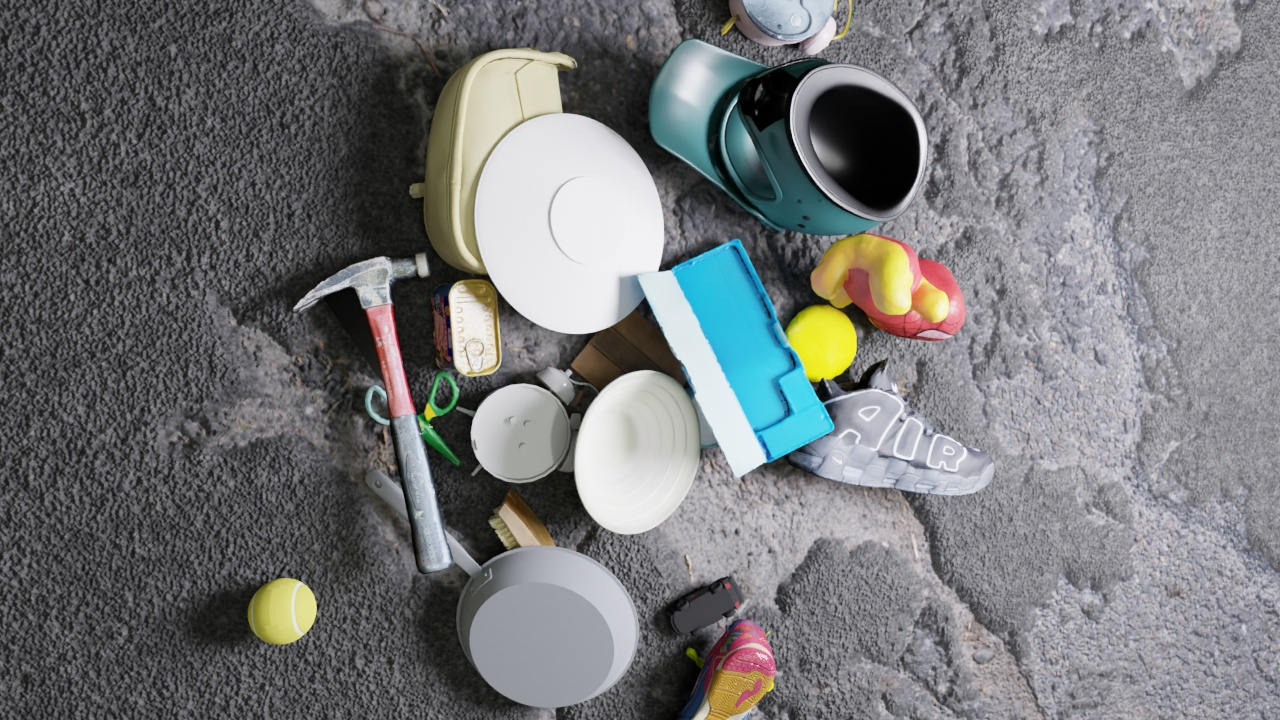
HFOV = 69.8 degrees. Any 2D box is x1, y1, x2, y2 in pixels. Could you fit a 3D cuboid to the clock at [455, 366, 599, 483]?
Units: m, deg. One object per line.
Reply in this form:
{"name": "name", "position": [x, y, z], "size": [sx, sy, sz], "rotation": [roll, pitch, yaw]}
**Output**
{"name": "clock", "position": [-0.112, 0.071, 0.996], "size": [0.159, 0.061, 0.120], "rotation": [-13, 97, -13]}

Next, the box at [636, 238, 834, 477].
{"name": "box", "position": [0.094, 0.000, 1.017], "size": [0.170, 0.070, 0.243], "rotation": [-22, 83, -35]}

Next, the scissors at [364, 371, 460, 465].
{"name": "scissors", "position": [-0.241, 0.065, 0.975], "size": [0.130, 0.011, 0.125], "rotation": [22, 99, -3]}

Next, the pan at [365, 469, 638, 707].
{"name": "pan", "position": [-0.160, 0.243, 0.981], "size": [0.356, 0.050, 0.201], "rotation": [42, 106, -9]}

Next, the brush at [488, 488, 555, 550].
{"name": "brush", "position": [-0.124, 0.201, 1.009], "size": [0.039, 0.049, 0.117], "rotation": [-32, 102, 7]}

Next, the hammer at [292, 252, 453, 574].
{"name": "hammer", "position": [-0.254, 0.059, 0.942], "size": [0.140, 0.036, 0.326], "rotation": [-13, 90, -6]}

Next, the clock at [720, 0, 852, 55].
{"name": "clock", "position": [0.174, -0.413, 1.045], "size": [0.157, 0.059, 0.117], "rotation": [5, 93, -16]}

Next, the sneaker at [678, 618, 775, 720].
{"name": "sneaker", "position": [0.093, 0.413, 1.078], "size": [0.116, 0.091, 0.242], "rotation": [19, 108, -11]}

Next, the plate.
{"name": "plate", "position": [-0.061, -0.142, 0.950], "size": [0.229, 0.030, 0.229], "rotation": [0, 91, -34]}

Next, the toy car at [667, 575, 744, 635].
{"name": "toy car", "position": [0.075, 0.288, 1.078], "size": [0.091, 0.036, 0.042], "rotation": [-27, 103, -2]}

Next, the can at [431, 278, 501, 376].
{"name": "can", "position": [-0.184, -0.034, 0.963], "size": [0.053, 0.059, 0.100], "rotation": [-6, 95, -33]}

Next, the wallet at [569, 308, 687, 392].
{"name": "wallet", "position": [-0.006, 0.006, 1.041], "size": [0.121, 0.027, 0.098], "rotation": [39, 85, -14]}

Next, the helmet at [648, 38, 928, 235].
{"name": "helmet", "position": [0.157, -0.236, 0.975], "size": [0.274, 0.200, 0.176], "rotation": [18, 91, -38]}

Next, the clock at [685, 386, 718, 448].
{"name": "clock", "position": [0.086, 0.054, 1.066], "size": [0.123, 0.042, 0.087], "rotation": [-41, 103, -15]}

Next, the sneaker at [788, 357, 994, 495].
{"name": "sneaker", "position": [0.306, 0.074, 1.096], "size": [0.252, 0.097, 0.151], "rotation": [7, 95, -10]}

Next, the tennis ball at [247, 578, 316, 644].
{"name": "tennis ball", "position": [-0.365, 0.255, 0.935], "size": [0.065, 0.065, 0.065], "rotation": [-1, 94, -16]}

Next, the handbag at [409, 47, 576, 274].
{"name": "handbag", "position": [-0.142, -0.210, 0.965], "size": [0.190, 0.089, 0.233], "rotation": [-11, 97, -30]}

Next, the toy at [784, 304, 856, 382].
{"name": "toy", "position": [0.214, -0.020, 1.094], "size": [0.095, 0.041, 0.094], "rotation": [16, 94, -17]}

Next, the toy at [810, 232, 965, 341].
{"name": "toy", "position": [0.294, -0.080, 1.046], "size": [0.216, 0.147, 0.099], "rotation": [13, 103, -50]}

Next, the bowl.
{"name": "bowl", "position": [-0.017, 0.095, 0.995], "size": [0.176, 0.058, 0.177], "rotation": [-7, 100, -40]}
